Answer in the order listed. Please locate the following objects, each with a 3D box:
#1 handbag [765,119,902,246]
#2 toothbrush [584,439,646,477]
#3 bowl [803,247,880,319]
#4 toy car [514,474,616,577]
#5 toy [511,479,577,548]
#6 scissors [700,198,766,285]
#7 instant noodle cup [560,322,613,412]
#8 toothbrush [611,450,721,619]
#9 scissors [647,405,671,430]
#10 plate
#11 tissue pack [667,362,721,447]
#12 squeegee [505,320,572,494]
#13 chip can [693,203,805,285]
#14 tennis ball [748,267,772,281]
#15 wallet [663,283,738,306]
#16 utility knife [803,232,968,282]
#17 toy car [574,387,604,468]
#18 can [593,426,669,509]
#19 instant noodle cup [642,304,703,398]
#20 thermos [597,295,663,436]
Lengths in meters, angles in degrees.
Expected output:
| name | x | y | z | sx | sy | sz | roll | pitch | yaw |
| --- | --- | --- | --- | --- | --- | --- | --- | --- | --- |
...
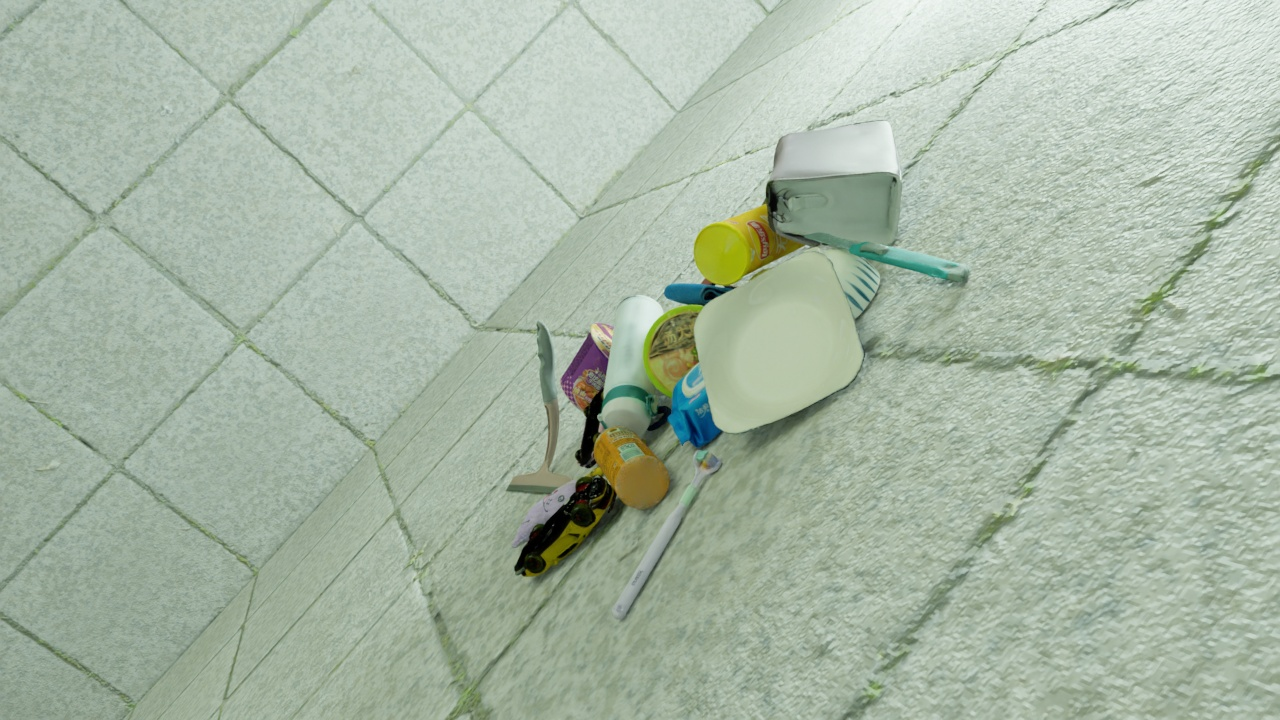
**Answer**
| name | x | y | z | sx | sy | sz | roll | pitch | yaw |
| --- | --- | --- | --- | --- | --- | --- | --- | --- | --- |
| handbag | 0.222 | -0.205 | 1.058 | 0.145 | 0.099 | 0.196 | 5 | 31 | 9 |
| toothbrush | -0.062 | 0.143 | 1.146 | 0.192 | 0.018 | 0.016 | -35 | 49 | 33 |
| bowl | 0.185 | -0.075 | 0.963 | 0.117 | 0.066 | 0.116 | -42 | 17 | 15 |
| toy car | -0.087 | 0.192 | 1.045 | 0.156 | 0.041 | 0.071 | -46 | 15 | 18 |
| toy | -0.108 | 0.183 | 1.127 | 0.108 | 0.039 | 0.083 | -40 | 10 | 24 |
| scissors | 0.131 | -0.149 | 1.222 | 0.188 | 0.015 | 0.227 | -47 | -11 | -13 |
| instant noodle cup | -0.052 | 0.019 | 1.284 | 0.099 | 0.111 | 0.111 | -51 | 13 | 19 |
| toothbrush | 0.024 | 0.164 | 0.874 | 0.188 | 0.029 | 0.021 | -56 | -22 | -28 |
| scissors | -0.001 | 0.063 | 1.179 | 0.173 | 0.012 | 0.162 | -54 | 22 | -1 |
| plate | 0.135 | -0.013 | 0.898 | 0.164 | 0.034 | 0.164 | -27 | 54 | 24 |
| tissue pack | 0.088 | 0.024 | 0.991 | 0.157 | 0.052 | 0.095 | -44 | 16 | 9 |
| squeegee | -0.135 | 0.066 | 1.317 | 0.248 | 0.040 | 0.249 | 168 | 103 | -64 |
| chip can | 0.147 | -0.150 | 1.097 | 0.072 | 0.072 | 0.212 | -32 | -2 | 40 |
| tennis ball | 0.150 | -0.072 | 1.046 | 0.065 | 0.065 | 0.065 | -42 | 16 | 15 |
| wallet | 0.100 | -0.077 | 1.140 | 0.133 | 0.106 | 0.040 | -159 | 79 | -72 |
| utility knife | 0.234 | -0.105 | 0.897 | 0.029 | 0.013 | 0.223 | -29 | 28 | -20 |
| toy car | -0.052 | 0.087 | 1.186 | 0.056 | 0.037 | 0.122 | -44 | 27 | 44 |
| can | -0.013 | 0.115 | 1.014 | 0.058 | 0.058 | 0.146 | -47 | 16 | -2 |
| instant noodle cup | 0.058 | -0.018 | 1.095 | 0.112 | 0.111 | 0.123 | -44 | 7 | 7 |
| thermos | -0.007 | 0.007 | 1.168 | 0.073 | 0.073 | 0.223 | -37 | 27 | 29 |
